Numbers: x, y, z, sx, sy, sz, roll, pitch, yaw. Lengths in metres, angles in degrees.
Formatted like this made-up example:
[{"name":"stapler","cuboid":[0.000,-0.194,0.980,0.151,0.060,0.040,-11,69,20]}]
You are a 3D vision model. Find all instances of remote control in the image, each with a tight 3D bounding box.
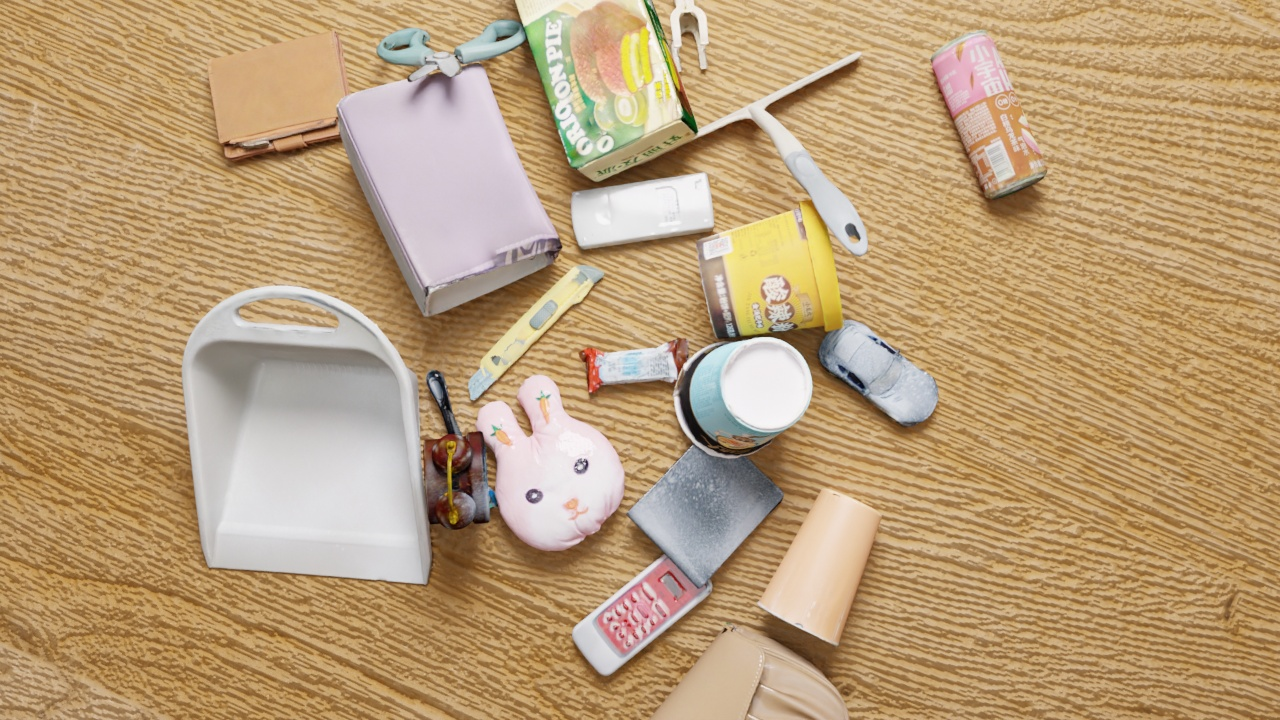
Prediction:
[{"name":"remote control","cuboid":[0.001,0.232,0.853,0.136,0.020,0.056,-39,86,-1]},{"name":"remote control","cuboid":[0.001,-0.143,0.880,0.135,0.019,0.056,-9,86,2]}]

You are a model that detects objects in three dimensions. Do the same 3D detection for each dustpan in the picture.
[{"name":"dustpan","cuboid":[-0.304,0.072,0.820,0.223,0.142,0.257,4,85,3]}]

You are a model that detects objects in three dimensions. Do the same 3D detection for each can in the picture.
[{"name":"can","cuboid":[0.323,-0.227,0.853,0.058,0.058,0.147,-21,85,1]}]

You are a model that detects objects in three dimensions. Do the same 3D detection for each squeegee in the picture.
[{"name":"squeegee","cuboid":[0.132,-0.174,0.796,0.246,0.039,0.246,-25,48,1]}]

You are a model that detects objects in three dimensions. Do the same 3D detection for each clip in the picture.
[{"name":"clip","cuboid":[0.044,-0.331,0.869,0.035,0.089,0.104,-4,97,2]}]

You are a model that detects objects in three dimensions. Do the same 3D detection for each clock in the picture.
[{"name":"clock","cuboid":[-0.160,0.104,0.799,0.055,0.122,0.082,-3,87,-10]}]

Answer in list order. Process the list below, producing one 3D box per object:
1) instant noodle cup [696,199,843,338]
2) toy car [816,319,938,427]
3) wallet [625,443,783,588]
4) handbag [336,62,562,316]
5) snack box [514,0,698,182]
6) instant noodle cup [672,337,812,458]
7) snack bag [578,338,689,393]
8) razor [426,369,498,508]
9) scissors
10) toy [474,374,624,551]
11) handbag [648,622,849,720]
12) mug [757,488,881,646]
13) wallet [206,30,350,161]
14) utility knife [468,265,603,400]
[{"name":"instant noodle cup","cuboid":[0.115,-0.076,0.827,0.114,0.118,0.118,-11,85,9]},{"name":"toy car","cuboid":[0.222,0.012,0.852,0.120,0.037,0.054,38,88,2]},{"name":"wallet","cuboid":[0.061,0.134,0.851,0.097,0.019,0.120,45,77,4]},{"name":"handbag","cuboid":[-0.176,-0.159,0.851,0.144,0.099,0.197,-24,84,-16]},{"name":"snack box","cuboid":[-0.040,-0.298,0.851,0.115,0.063,0.240,-22,81,17]},{"name":"instant noodle cup","cuboid":[0.093,0.028,0.804,0.111,0.120,0.111,1,82,-8]},{"name":"snack bag","cuboid":[-0.005,0.005,0.866,0.105,0.026,0.045,-5,86,2]},{"name":"razor","cuboid":[-0.175,0.076,0.871,0.042,0.022,0.142,-19,87,1]},{"name":"scissors","cuboid":[-0.165,-0.291,0.854,0.176,0.174,0.019,-17,125,-17]},{"name":"toy","cuboid":[-0.088,0.095,0.854,0.121,0.054,0.159,-34,77,-1]},{"name":"handbag","cuboid":[0.081,0.341,0.802,0.148,0.100,0.204,40,85,8]},{"name":"mug","cuboid":[0.166,0.182,0.826,0.078,0.078,0.122,26,82,4]},{"name":"wallet","cuboid":[-0.351,-0.259,0.899,0.132,0.031,0.107,-13,82,2]},{"name":"utility knife","cuboid":[-0.105,-0.029,0.883,0.031,0.019,0.175,44,93,11]}]
